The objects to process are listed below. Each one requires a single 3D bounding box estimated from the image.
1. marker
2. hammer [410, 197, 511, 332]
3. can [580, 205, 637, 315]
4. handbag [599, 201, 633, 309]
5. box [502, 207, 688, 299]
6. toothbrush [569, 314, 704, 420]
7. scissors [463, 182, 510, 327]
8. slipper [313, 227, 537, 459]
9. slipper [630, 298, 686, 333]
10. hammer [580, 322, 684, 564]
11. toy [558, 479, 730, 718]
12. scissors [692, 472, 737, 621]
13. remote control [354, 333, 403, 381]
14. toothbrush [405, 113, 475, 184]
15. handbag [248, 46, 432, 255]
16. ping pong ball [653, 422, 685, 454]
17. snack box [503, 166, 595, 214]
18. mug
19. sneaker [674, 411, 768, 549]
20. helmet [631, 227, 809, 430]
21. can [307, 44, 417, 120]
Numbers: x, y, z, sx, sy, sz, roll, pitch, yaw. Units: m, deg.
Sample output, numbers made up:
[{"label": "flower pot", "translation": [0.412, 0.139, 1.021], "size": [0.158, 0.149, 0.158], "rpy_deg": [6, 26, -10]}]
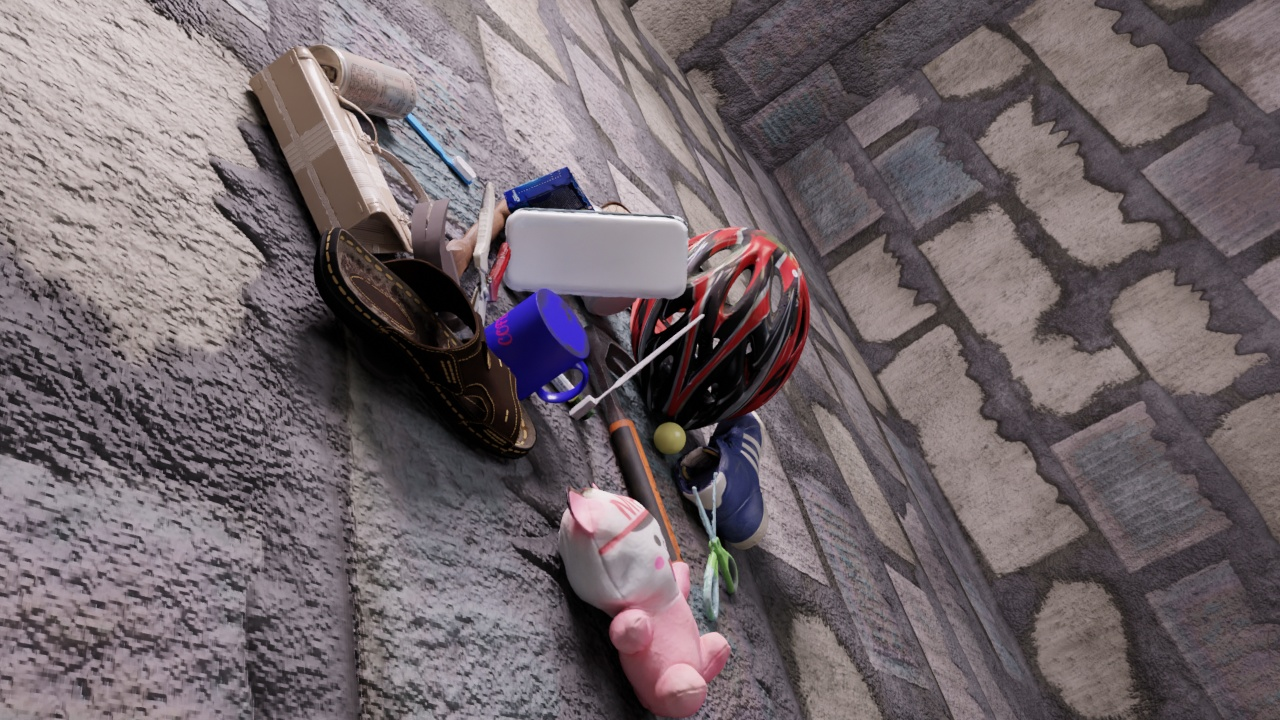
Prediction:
[{"label": "marker", "translation": [-0.099, 0.007, 0.982], "size": [0.146, 0.017, 0.017], "rpy_deg": [51, 20, -18]}, {"label": "hammer", "translation": [-0.174, -0.128, 0.962], "size": [0.322, 0.033, 0.115], "rpy_deg": [-78, 158, -70]}, {"label": "can", "translation": [-0.056, -0.132, 1.214], "size": [0.078, 0.078, 0.136], "rpy_deg": [24, 37, -57]}, {"label": "handbag", "translation": [-0.030, -0.147, 1.355], "size": [0.166, 0.063, 0.138], "rpy_deg": [54, 36, -19]}, {"label": "box", "translation": [-0.049, -0.126, 1.078], "size": [0.124, 0.215, 0.106], "rpy_deg": [-124, -141, -85]}, {"label": "toothbrush", "translation": [-0.006, 0.006, 0.960], "size": [0.010, 0.182, 0.010], "rpy_deg": [39, 21, -34]}, {"label": "scissors", "translation": [-0.152, -0.094, 0.912], "size": [0.187, 0.015, 0.179], "rpy_deg": [13, 73, -84]}, {"label": "slipper", "translation": [-0.159, -0.015, 0.759], "size": [0.268, 0.076, 0.112], "rpy_deg": [51, 19, -39]}, {"label": "slipper", "translation": [0.043, -0.112, 1.337], "size": [0.103, 0.059, 0.248], "rpy_deg": [52, 39, -35]}, {"label": "hammer", "translation": [-0.009, 0.098, 1.037], "size": [0.137, 0.035, 0.314], "rpy_deg": [29, 34, -54]}, {"label": "toy", "translation": [-0.005, 0.201, 0.805], "size": [0.213, 0.084, 0.141], "rpy_deg": [61, 17, 6]}, {"label": "scissors", "translation": [0.084, 0.211, 1.031], "size": [0.171, 0.023, 0.167], "rpy_deg": [66, 31, -30]}, {"label": "remote control", "translation": [-0.222, -0.035, 0.762], "size": [0.046, 0.009, 0.124], "rpy_deg": [30, 32, -52]}, {"label": "toothbrush", "translation": [-0.251, -0.269, 1.056], "size": [0.166, 0.014, 0.016], "rpy_deg": [48, 21, -23]}, {"label": "handbag", "translation": [-0.252, -0.170, 0.864], "size": [0.175, 0.062, 0.197], "rpy_deg": [62, 11, 14]}, {"label": "ping pong ball", "translation": [0.036, 0.096, 1.134], "size": [0.040, 0.040, 0.040], "rpy_deg": [47, 21, -25]}, {"label": "snack box", "translation": [-0.104, -0.180, 1.118], "size": [0.150, 0.082, 0.027], "rpy_deg": [51, 20, -72]}, {"label": "mug", "translation": [-0.097, -0.004, 0.903], "size": [0.111, 0.084, 0.079], "rpy_deg": [47, 21, -26]}, {"label": "sneaker", "translation": [0.095, 0.119, 1.182], "size": [0.118, 0.092, 0.232], "rpy_deg": [42, 32, -31]}, {"label": "helmet", "translation": [0.097, -0.037, 1.162], "size": [0.217, 0.273, 0.166], "rpy_deg": [29, 28, 6]}, {"label": "can", "translation": [-0.284, -0.280, 0.934], "size": [0.054, 0.054, 0.135], "rpy_deg": [59, 20, 5]}]
